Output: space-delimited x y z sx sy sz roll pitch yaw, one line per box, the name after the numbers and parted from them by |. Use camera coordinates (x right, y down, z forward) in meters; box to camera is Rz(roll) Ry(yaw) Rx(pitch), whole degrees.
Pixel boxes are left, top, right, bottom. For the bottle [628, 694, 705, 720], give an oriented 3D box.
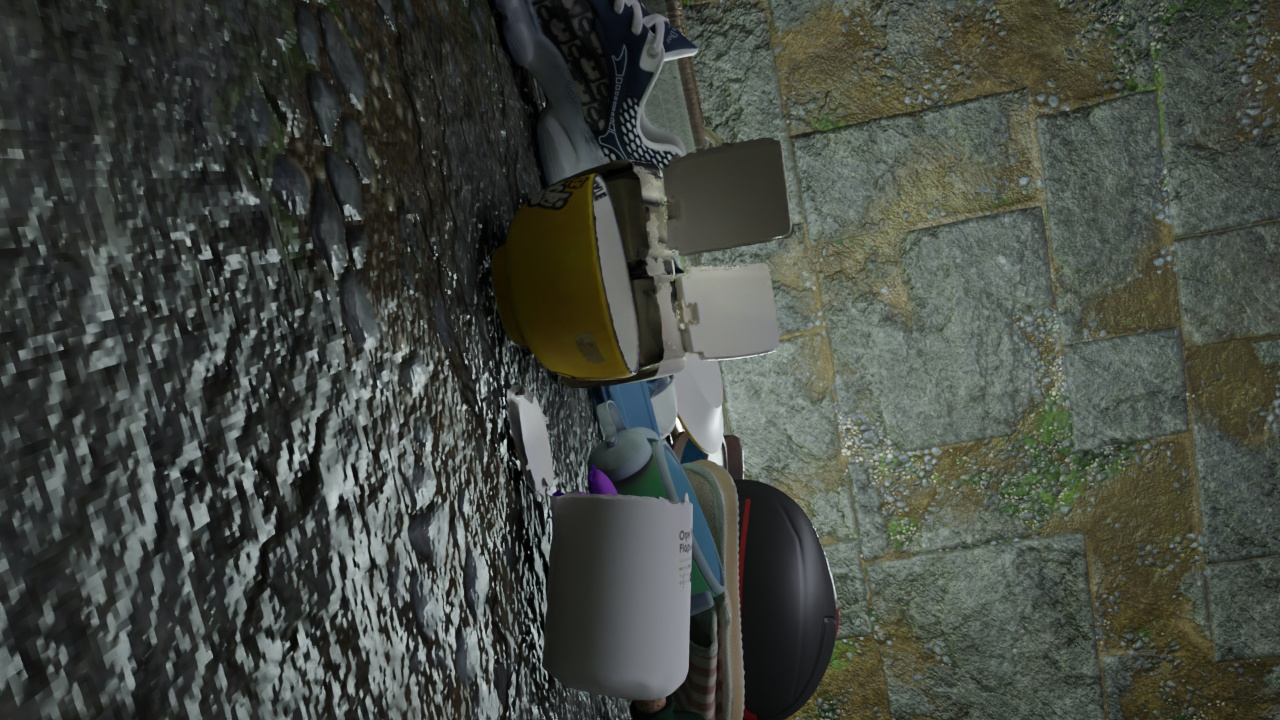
0.017 0.267 0.591 0.061 0.061 0.131 -64 143 -73 | bottle

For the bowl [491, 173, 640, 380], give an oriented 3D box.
-0.045 -0.043 0.527 0.117 0.068 0.117 -9 89 -82 | bowl

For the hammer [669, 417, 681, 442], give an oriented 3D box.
0.045 0.082 1.090 0.332 0.031 0.119 77 11 -55 | hammer

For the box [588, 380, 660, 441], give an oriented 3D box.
-0.035 0.002 0.743 0.066 0.049 0.210 -47 127 -57 | box

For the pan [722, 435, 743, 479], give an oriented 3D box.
0.093 0.260 1.180 0.179 0.041 0.356 104 -8 -56 | pan

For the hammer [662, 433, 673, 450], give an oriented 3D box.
-0.005 0.005 0.899 0.123 0.036 0.321 -54 132 -74 | hammer

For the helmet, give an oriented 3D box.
0.104 0.244 0.882 0.169 0.164 0.265 -25 114 -71 | helmet

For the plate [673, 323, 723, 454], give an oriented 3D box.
0.052 -0.013 0.974 0.229 0.021 0.230 -18 90 -73 | plate

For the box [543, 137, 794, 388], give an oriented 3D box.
0.022 -0.059 0.613 0.095 0.186 0.145 -7 91 -67 | box

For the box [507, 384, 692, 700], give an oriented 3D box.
-0.026 0.092 0.491 0.084 0.112 0.162 37 57 -73 | box

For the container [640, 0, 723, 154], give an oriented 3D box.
-0.003 -0.267 0.858 0.246 0.143 0.184 70 13 -50 | container

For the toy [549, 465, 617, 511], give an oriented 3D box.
-0.015 0.118 0.572 0.088 0.056 0.106 44 36 -74 | toy

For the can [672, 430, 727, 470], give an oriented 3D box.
0.063 0.146 1.034 0.129 0.044 0.130 4 89 -73 | can

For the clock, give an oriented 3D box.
0.001 0.107 0.676 0.122 0.075 0.161 4 63 -83 | clock

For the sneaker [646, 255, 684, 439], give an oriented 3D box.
0.009 -0.044 0.804 0.087 0.079 0.235 -30 111 -58 | sneaker

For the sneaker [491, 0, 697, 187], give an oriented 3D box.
-0.027 -0.237 0.679 0.103 0.132 0.270 -81 158 -62 | sneaker

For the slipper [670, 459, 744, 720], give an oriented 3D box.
0.043 0.215 0.763 0.115 0.052 0.263 8 -82 63 | slipper
